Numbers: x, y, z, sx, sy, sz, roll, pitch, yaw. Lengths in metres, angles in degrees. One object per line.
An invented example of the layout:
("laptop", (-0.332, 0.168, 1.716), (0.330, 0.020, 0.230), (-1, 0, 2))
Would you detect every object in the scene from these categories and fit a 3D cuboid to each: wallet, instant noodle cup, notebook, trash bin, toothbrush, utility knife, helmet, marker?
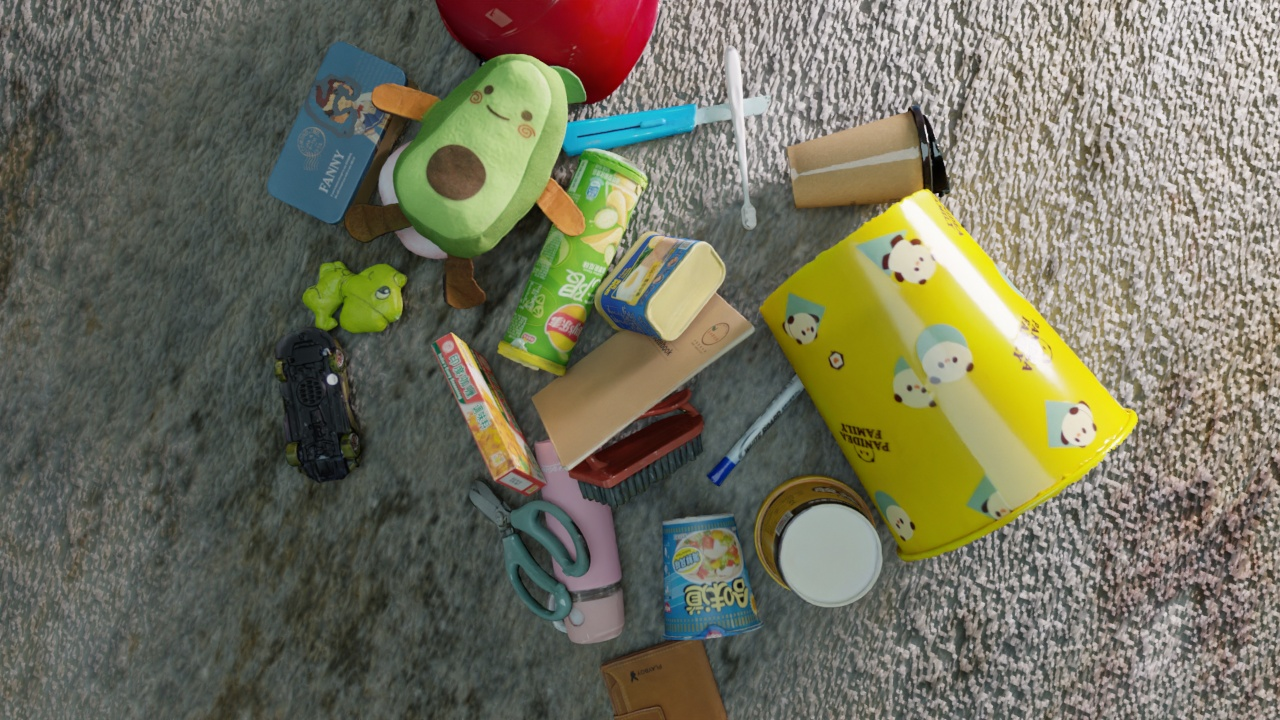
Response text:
("wallet", (0.023, 0.350, 0.912), (0.119, 0.035, 0.130), (-19, 88, -3))
("instant noodle cup", (0.063, 0.204, 0.881), (0.099, 0.099, 0.110), (-7, 81, 3))
("instant noodle cup", (0.169, 0.172, 0.860), (0.118, 0.114, 0.118), (0, 89, 4))
("notebook", (-0.005, 0.005, 0.860), (0.207, 0.147, 0.008), (-37, 120, 0))
("trash bin", (0.252, 0.006, 0.809), (0.229, 0.229, 0.255), (-34, 82, 3))
("toothbrush", (0.099, -0.219, 0.905), (0.016, 0.016, 0.180), (-7, 95, -5))
("utility knife", (0.023, -0.239, 0.918), (0.218, 0.018, 0.034), (-10, 89, 2))
("helmet", (-0.101, -0.371, 0.866), (0.240, 0.144, 0.207), (21, 93, 4))
("marker", (0.119, 0.066, 0.912), (0.017, 0.017, 0.146), (41, 92, 3))

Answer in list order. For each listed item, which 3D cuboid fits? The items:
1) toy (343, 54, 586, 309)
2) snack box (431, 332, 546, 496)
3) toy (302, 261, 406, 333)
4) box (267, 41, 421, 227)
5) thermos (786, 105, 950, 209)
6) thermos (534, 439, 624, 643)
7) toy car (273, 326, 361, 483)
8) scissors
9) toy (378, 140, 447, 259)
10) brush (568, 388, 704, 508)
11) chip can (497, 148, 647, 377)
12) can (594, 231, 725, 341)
("toy", (-0.152, -0.177, 0.843), (0.227, 0.090, 0.247), (34, 97, -10))
("snack box", (-0.144, 0.052, 0.871), (0.027, 0.077, 0.155), (-32, 66, 4))
("toy", (-0.287, -0.062, 0.930), (0.100, 0.031, 0.097), (34, 92, 7))
("box", (-0.296, -0.217, 0.917), (0.090, 0.061, 0.184), (24, 90, 4))
("thermos", (0.215, -0.186, 0.874), (0.143, 0.093, 0.093), (-9, 89, 11))
("thermos", (-0.065, 0.174, 0.904), (0.087, 0.067, 0.198), (-8, 91, 35))
("toy car", (-0.324, 0.044, 0.926), (0.070, 0.042, 0.158), (-8, 90, 3))
("scissors", (-0.110, 0.159, 0.886), (0.180, 0.019, 0.144), (49, 124, 26))
("toy", (-0.180, -0.175, 0.911), (0.159, 0.054, 0.121), (-29, 96, 4))
("brush", (0.004, 0.078, 0.870), (0.145, 0.063, 0.069), (-26, 110, -34))
("chip can", (-0.065, -0.096, 0.896), (0.072, 0.072, 0.221), (23, 92, 3))
("can", (0.019, -0.070, 0.869), (0.102, 0.083, 0.057), (-52, 125, -14))
